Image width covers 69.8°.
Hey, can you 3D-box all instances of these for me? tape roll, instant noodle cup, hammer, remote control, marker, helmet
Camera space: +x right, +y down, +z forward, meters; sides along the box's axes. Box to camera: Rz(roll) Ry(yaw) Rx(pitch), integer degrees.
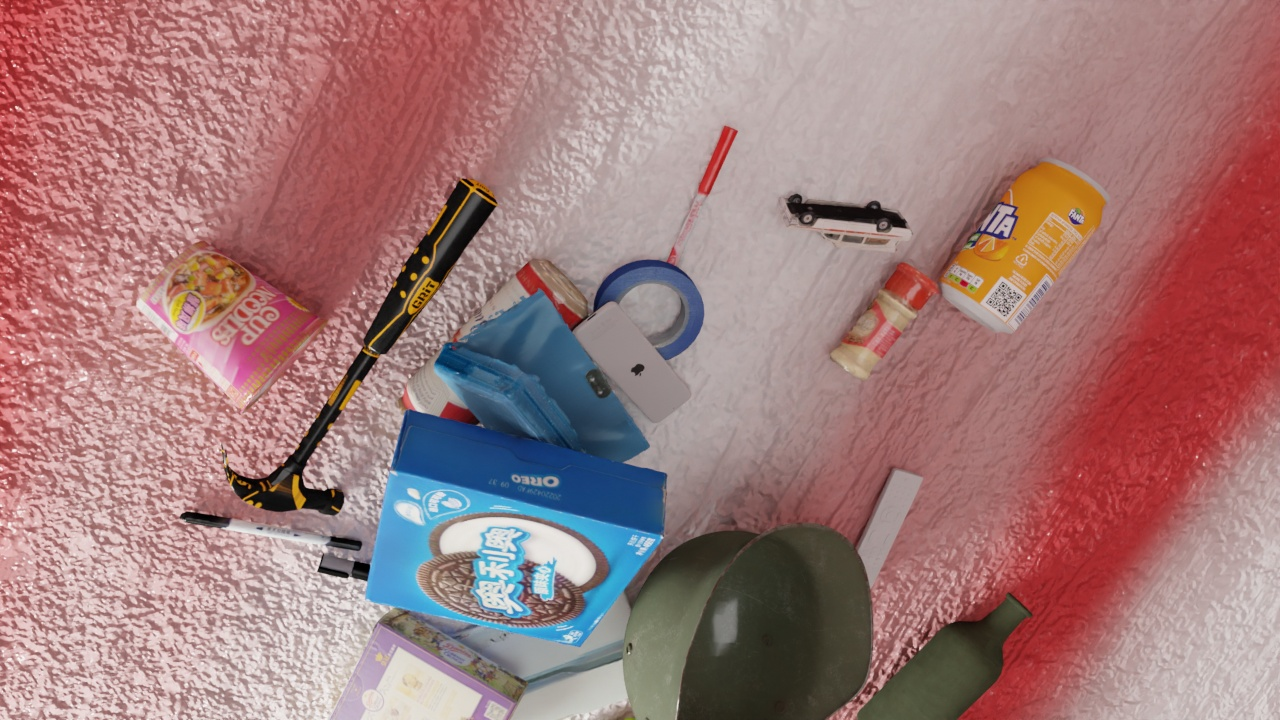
[{"bbox_3d":[0.007,-0.041,0.784,0.091,0.016,0.093,-30,120,5],"label":"tape roll"},{"bbox_3d":[-0.314,-0.031,0.702,0.108,0.097,0.098,42,97,-13],"label":"instant noodle cup"},{"bbox_3d":[-0.218,-0.010,0.739,0.123,0.036,0.321,28,99,-49],"label":"hammer"},{"bbox_3d":[0.238,0.167,0.909,0.033,0.012,0.131,16,105,-17],"label":"remote control"},{"bbox_3d":[0.047,-0.129,0.774,0.012,0.012,0.142,20,104,-16],"label":"marker"},{"bbox_3d":[0.073,0.263,0.826,0.226,0.154,0.267,10,89,-37],"label":"helmet"},{"bbox_3d":[-0.320,0.149,0.800,0.152,0.011,0.011,13,105,-15],"label":"marker"},{"bbox_3d":[-0.220,0.199,0.833,0.140,0.016,0.016,18,104,-16],"label":"marker"},{"bbox_3d":[-0.005,0.005,0.781,0.045,0.008,0.146,-38,134,3],"label":"remote control"}]

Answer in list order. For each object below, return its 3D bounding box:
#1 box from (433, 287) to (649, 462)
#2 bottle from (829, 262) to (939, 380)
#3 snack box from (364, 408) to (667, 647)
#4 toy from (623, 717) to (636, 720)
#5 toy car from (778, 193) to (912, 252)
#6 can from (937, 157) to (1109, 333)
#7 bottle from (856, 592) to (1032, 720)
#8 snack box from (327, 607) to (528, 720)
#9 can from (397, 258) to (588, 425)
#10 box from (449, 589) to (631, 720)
[{"bbox_3d":[-0.057,0.047,0.746,0.102,0.094,0.231,-53,139,-20],"label":"box"},{"bbox_3d":[0.217,-0.034,0.821,0.044,0.044,0.109,33,100,-19],"label":"bottle"},{"bbox_3d":[-0.107,0.142,0.723,0.195,0.056,0.240,15,141,-10],"label":"snack box"},{"bbox_3d":[-0.031,0.396,0.926,0.093,0.036,0.094,17,105,-9],"label":"toy"},{"bbox_3d":[0.174,-0.116,0.790,0.113,0.039,0.039,3,129,-11],"label":"toy car"},{"bbox_3d":[0.333,-0.098,0.801,0.079,0.079,0.142,33,100,-19],"label":"can"},{"bbox_3d":[0.318,0.323,0.945,0.071,0.071,0.207,39,98,-20],"label":"bottle"},{"bbox_3d":[-0.200,0.324,0.841,0.148,0.040,0.143,29,102,4],"label":"snack box"},{"bbox_3d":[-0.120,-0.007,0.755,0.170,0.067,0.067,-44,110,6],"label":"can"},{"bbox_3d":[-0.091,0.297,0.881,0.197,0.049,0.136,-19,110,-4],"label":"box"}]
